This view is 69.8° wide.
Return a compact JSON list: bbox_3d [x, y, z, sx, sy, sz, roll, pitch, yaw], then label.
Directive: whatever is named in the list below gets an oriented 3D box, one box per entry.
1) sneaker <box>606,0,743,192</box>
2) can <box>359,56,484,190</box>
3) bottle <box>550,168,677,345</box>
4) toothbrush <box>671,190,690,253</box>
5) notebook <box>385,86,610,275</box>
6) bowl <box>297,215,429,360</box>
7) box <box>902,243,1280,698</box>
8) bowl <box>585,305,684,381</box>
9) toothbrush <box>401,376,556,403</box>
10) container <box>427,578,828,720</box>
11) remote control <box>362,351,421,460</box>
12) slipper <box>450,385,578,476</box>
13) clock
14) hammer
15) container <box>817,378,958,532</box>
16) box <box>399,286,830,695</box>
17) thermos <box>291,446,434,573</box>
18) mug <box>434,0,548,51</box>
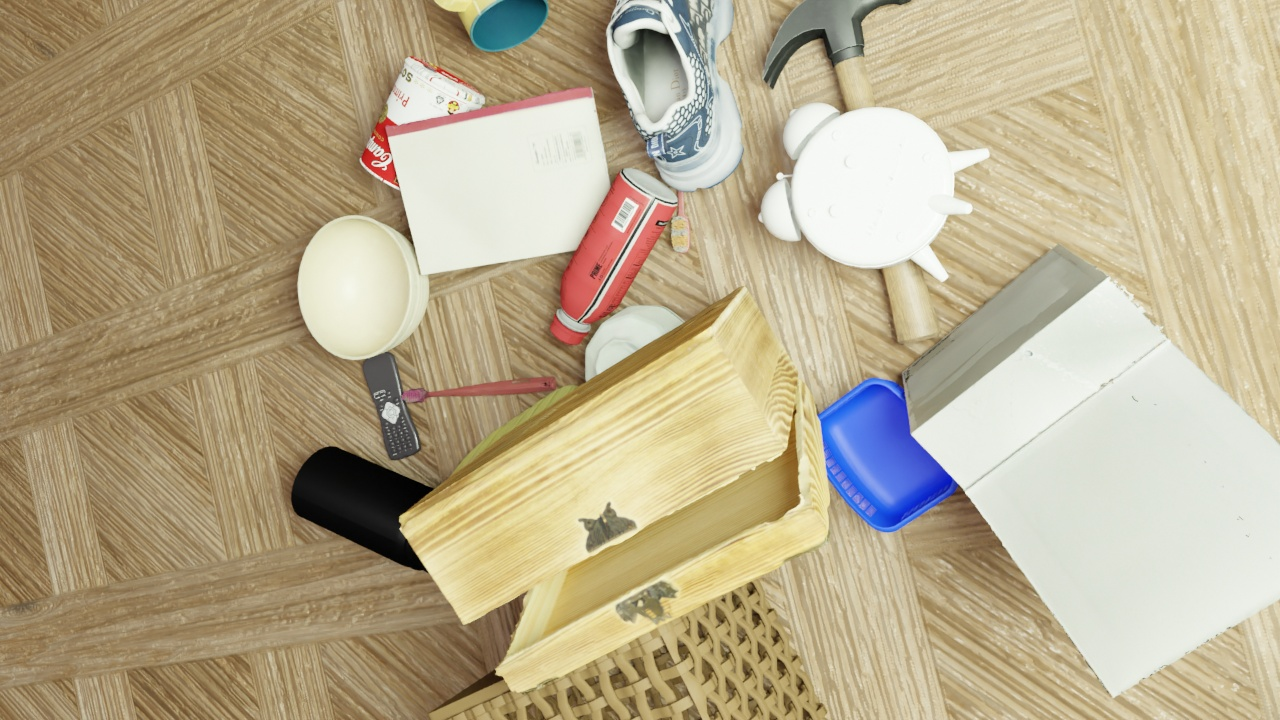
[{"bbox_3d":[0.016,-0.289,0.799,0.103,0.132,0.269,-11,83,24],"label":"sneaker"},{"bbox_3d":[-0.223,-0.238,0.941,0.086,0.086,0.116,37,108,18],"label":"can"},{"bbox_3d":[-0.033,-0.092,0.873,0.062,0.062,0.177,40,115,17],"label":"bottle"},{"bbox_3d":[0.035,-0.194,0.867,0.015,0.015,0.184,-2,91,22],"label":"toothbrush"},{"bbox_3d":[-0.133,-0.172,0.897,0.209,0.012,0.153,-8,106,9],"label":"notebook"},{"bbox_3d":[-0.284,-0.078,0.986,0.151,0.075,0.151,2,95,25],"label":"bowl"},{"bbox_3d":[0.289,0.076,0.555,0.119,0.477,0.167,37,112,-22],"label":"box"},{"bbox_3d":[-0.005,0.005,0.873,0.118,0.061,0.117,2,95,24],"label":"bowl"},{"bbox_3d":[-0.175,0.032,0.975,0.190,0.016,0.016,-5,90,25],"label":"toothbrush"},{"bbox_3d":[0.005,0.330,0.803,0.252,0.219,0.214,-31,81,23],"label":"container"},{"bbox_3d":[-0.281,0.049,1.028,0.047,0.009,0.124,-20,85,24],"label":"remote control"},{"bbox_3d":[-0.115,0.100,0.927,0.191,0.091,0.081,-37,103,21],"label":"slipper"},{"bbox_3d":[0.182,-0.138,0.736,0.161,0.072,0.125,19,99,16],"label":"clock"},{"bbox_3d":[0.196,-0.164,0.786,0.132,0.040,0.305,-14,88,21],"label":"hammer"},{"bbox_3d":[0.209,0.077,0.782,0.096,0.058,0.114,-40,77,21],"label":"container"},{"bbox_3d":[-0.004,0.086,0.736,0.280,0.244,0.168,-33,97,17],"label":"box"},{"bbox_3d":[-0.271,0.165,0.990,0.199,0.086,0.086,18,101,22],"label":"thermos"},{"bbox_3d":[-0.160,-0.370,0.889,0.083,0.113,0.107,-35,77,45],"label":"mug"}]
